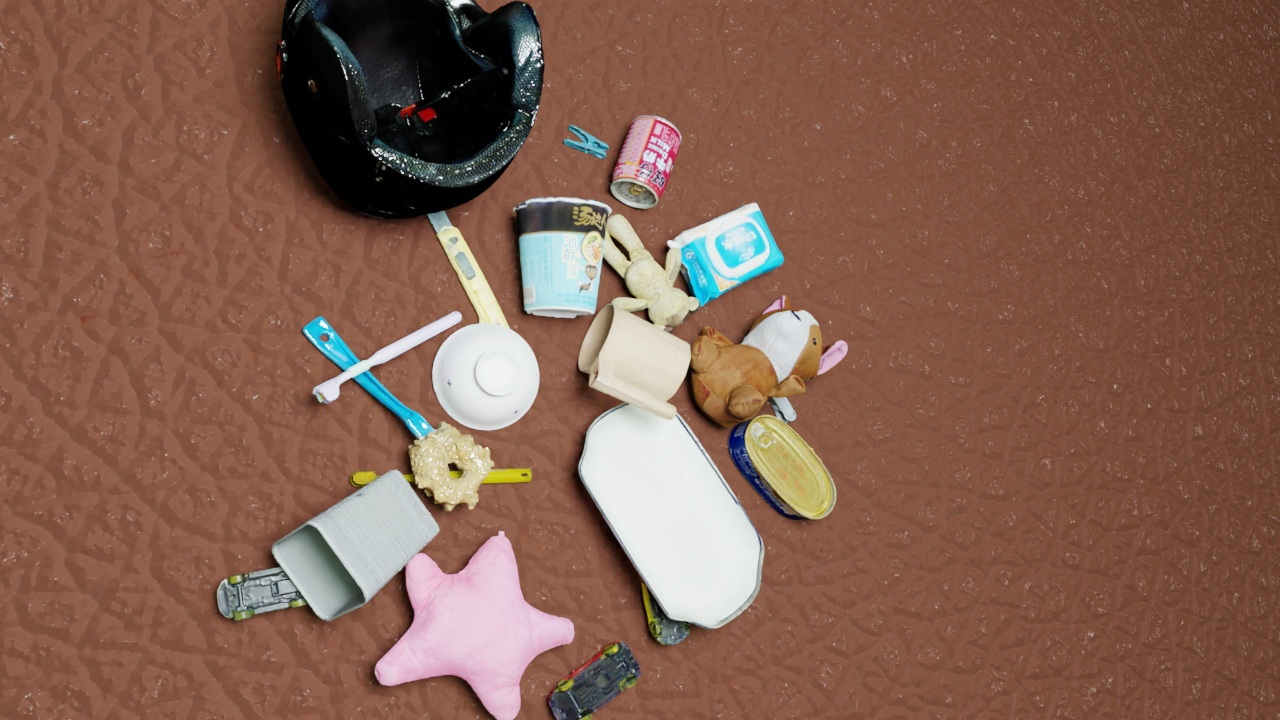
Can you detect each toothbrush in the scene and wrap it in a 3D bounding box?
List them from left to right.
[{"bbox_3d":[-0.254,-0.008,0.947,0.188,0.029,0.021,-37,137,-42],"label":"toothbrush"},{"bbox_3d":[-0.206,0.123,0.966,0.190,0.017,0.015,2,77,-23],"label":"toothbrush"}]

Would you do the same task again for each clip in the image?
[{"bbox_3d":[-0.065,-0.263,1.114,0.056,0.014,0.040,23,71,-16],"label":"clip"},{"bbox_3d":[0.174,0.052,1.150,0.025,0.033,0.057,-24,82,-28],"label":"clip"}]

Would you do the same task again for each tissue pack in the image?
[{"bbox_3d":[0.105,-0.132,1.132,0.139,0.063,0.090,-27,91,-26],"label":"tissue pack"}]

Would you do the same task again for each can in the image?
[{"bbox_3d":[0.006,-0.239,1.109,0.066,0.067,0.093,25,70,-17],"label":"can"},{"bbox_3d":[0.171,0.131,1.112,0.148,0.049,0.074,48,65,-8],"label":"can"}]

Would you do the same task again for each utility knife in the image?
[{"bbox_3d":[-0.198,-0.106,1.023,0.030,0.021,0.207,-28,87,-26],"label":"utility knife"}]

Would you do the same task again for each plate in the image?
[{"bbox_3d":[0.031,0.172,1.028,0.161,0.034,0.265,-30,83,-36],"label":"plate"}]

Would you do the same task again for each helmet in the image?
[{"bbox_3d":[-0.239,-0.275,0.922,0.232,0.231,0.274,-18,77,-35],"label":"helmet"}]

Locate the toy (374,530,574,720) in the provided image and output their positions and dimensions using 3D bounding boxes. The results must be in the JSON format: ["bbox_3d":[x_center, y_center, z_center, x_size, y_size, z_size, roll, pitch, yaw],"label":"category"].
[{"bbox_3d":[-0.156,0.262,0.928,0.194,0.075,0.178,24,68,-21],"label":"toy"}]

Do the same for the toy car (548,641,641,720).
[{"bbox_3d":[-0.050,0.345,0.978,0.106,0.031,0.049,-32,92,-27],"label":"toy car"}]

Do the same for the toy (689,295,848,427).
[{"bbox_3d":[0.149,-0.008,1.099,0.199,0.131,0.140,-25,64,-33],"label":"toy"}]

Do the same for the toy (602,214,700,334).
[{"bbox_3d":[0.000,-0.102,1.086,0.105,0.066,0.157,-39,91,-3],"label":"toy"}]

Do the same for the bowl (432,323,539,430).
[{"bbox_3d":[-0.157,0.014,0.978,0.118,0.065,0.118,3,83,-22],"label":"bowl"}]

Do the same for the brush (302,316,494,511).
[{"bbox_3d":[-0.251,0.052,0.945,0.254,0.046,0.083,45,61,2],"label":"brush"}]

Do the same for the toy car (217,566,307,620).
[{"bbox_3d":[-0.352,0.218,0.871,0.090,0.035,0.042,-8,80,-25],"label":"toy car"}]

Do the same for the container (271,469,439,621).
[{"bbox_3d":[-0.266,0.171,0.875,0.090,0.090,0.114,56,38,-5],"label":"container"}]

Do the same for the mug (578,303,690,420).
[{"bbox_3d":[-0.006,0.006,1.030,0.103,0.084,0.124,25,34,-19],"label":"mug"}]

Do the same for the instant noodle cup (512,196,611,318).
[{"bbox_3d":[-0.087,-0.111,1.026,0.111,0.111,0.120,2,86,-23],"label":"instant noodle cup"}]

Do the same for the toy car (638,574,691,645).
[{"bbox_3d":[0.024,0.265,1.026,0.048,0.032,0.105,-5,76,-31],"label":"toy car"}]
